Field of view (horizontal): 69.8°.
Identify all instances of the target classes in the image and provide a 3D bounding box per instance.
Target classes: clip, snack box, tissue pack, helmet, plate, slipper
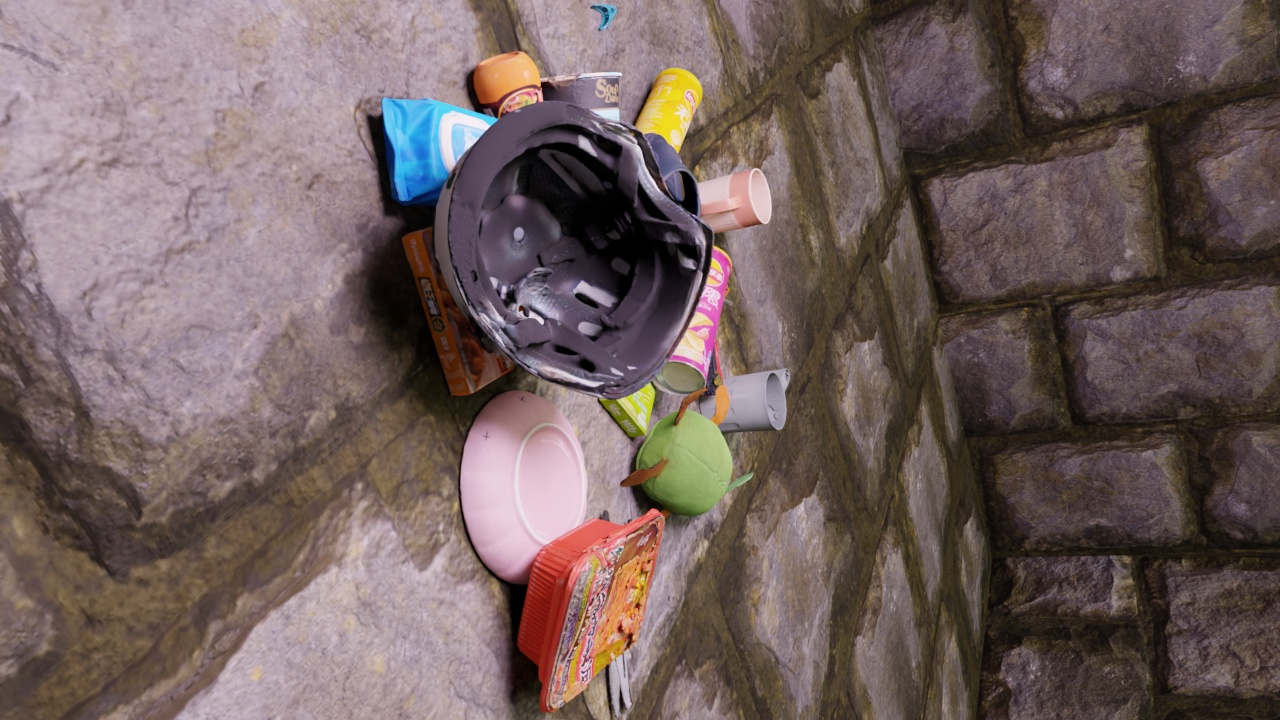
[{"bbox_3d":[-0.045,-0.451,1.195,0.053,0.013,0.033,-50,127,-52],"label":"clip"},{"bbox_3d":[-0.167,-0.051,0.850,0.075,0.026,0.154,-38,117,-59],"label":"snack box"},{"bbox_3d":[-0.174,-0.187,0.844,0.156,0.052,0.095,-8,90,-62],"label":"tissue pack"},{"bbox_3d":[-0.077,-0.097,0.825,0.274,0.157,0.229,36,77,-33],"label":"helmet"},{"bbox_3d":[-0.103,0.124,0.911,0.192,0.039,0.192,23,63,-58],"label":"plate"},{"bbox_3d":[0.030,-0.165,1.038,0.111,0.083,0.267,58,31,-37],"label":"slipper"},{"bbox_3d":[-0.007,0.007,1.133,0.086,0.026,0.156,52,40,-43],"label":"snack box"}]

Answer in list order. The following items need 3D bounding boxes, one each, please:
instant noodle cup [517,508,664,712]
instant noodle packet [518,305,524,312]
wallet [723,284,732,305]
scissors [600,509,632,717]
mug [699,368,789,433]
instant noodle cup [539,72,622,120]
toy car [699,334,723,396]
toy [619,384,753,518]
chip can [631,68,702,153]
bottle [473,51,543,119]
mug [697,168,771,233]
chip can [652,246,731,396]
[{"bbox_3d":[-0.051,0.230,0.898,0.188,0.079,0.165,-15,122,-61],"label":"instant noodle cup"},{"bbox_3d":[-0.096,-0.069,0.969,0.128,0.044,0.111,-64,144,-41],"label":"instant noodle packet"},{"bbox_3d":[0.089,-0.108,1.339,0.119,0.035,0.130,62,34,-23],"label":"wallet"},{"bbox_3d":[-0.023,0.283,1.043,0.202,0.015,0.205,66,32,-28],"label":"scissors"},{"bbox_3d":[0.155,0.054,1.340,0.123,0.104,0.084,-54,129,-54],"label":"mug"},{"bbox_3d":[-0.070,-0.249,1.010,0.111,0.111,0.120,-30,118,-60],"label":"instant noodle cup"},{"bbox_3d":[0.089,-0.003,1.289,0.031,0.049,0.106,-8,89,-62],"label":"toy car"},{"bbox_3d":[0.056,0.128,1.143,0.226,0.090,0.247,-58,150,-11],"label":"toy"},{"bbox_3d":[0.026,-0.306,1.226,0.072,0.072,0.212,59,36,-36],"label":"chip can"},{"bbox_3d":[-0.123,-0.238,0.951,0.066,0.067,0.150,-57,138,-51],"label":"bottle"},{"bbox_3d":[0.124,-0.229,1.352,0.114,0.106,0.082,-32,111,-59],"label":"mug"},{"bbox_3d":[0.067,-0.055,1.183,0.071,0.072,0.210,57,36,-39],"label":"chip can"}]
